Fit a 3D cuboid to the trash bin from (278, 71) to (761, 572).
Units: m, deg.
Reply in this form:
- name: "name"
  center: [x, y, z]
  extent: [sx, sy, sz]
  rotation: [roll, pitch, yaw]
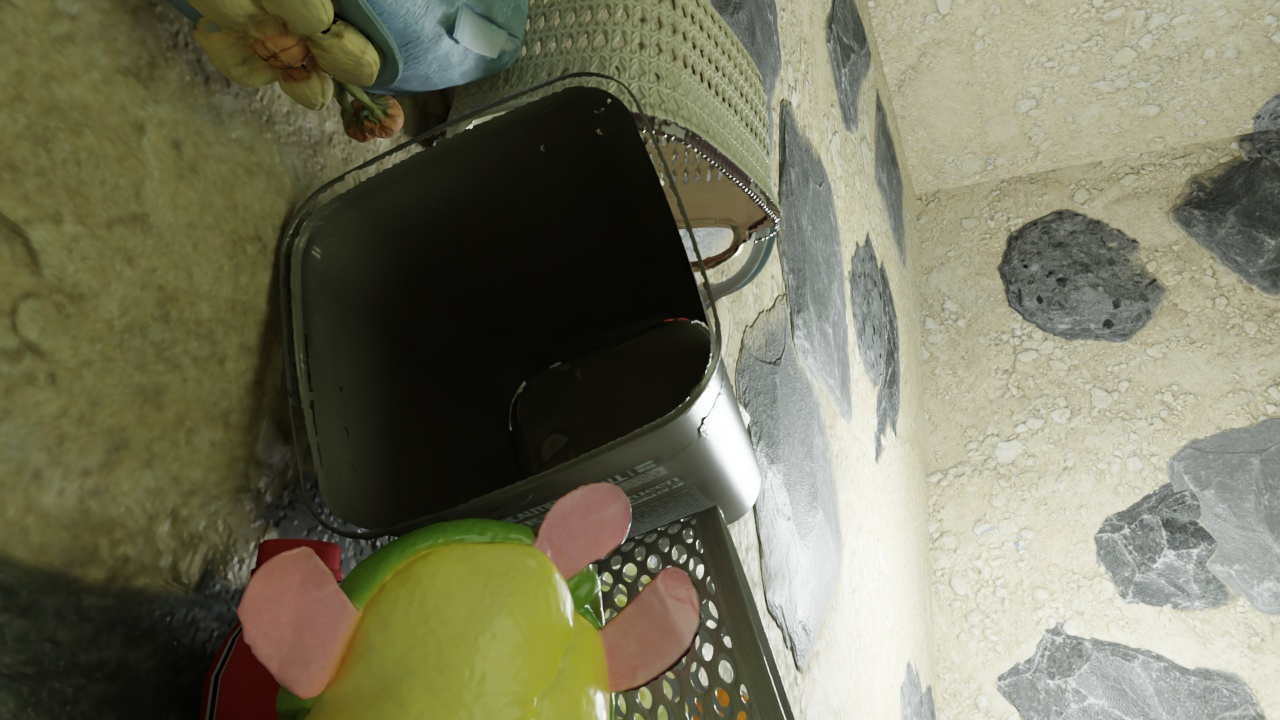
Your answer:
- name: "trash bin"
  center: [-0.041, 0.010, 0.498]
  extent: [0.220, 0.197, 0.197]
  rotation: [53, 18, -60]

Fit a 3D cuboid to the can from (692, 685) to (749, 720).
- name: "can"
  center: [0.062, 0.358, 0.783]
  extent: [0.142, 0.079, 0.079]
  rotation: [-68, 143, -48]

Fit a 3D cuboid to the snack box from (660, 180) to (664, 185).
- name: "snack box"
  center: [0.000, -0.104, 0.841]
  extent: [0.082, 0.026, 0.150]
  rotation: [21, 65, -62]

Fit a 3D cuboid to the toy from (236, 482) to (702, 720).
- name: "toy"
  center: [-0.078, 0.138, 0.335]
  extent: [0.237, 0.088, 0.190]
  rotation: [-36, 110, -26]

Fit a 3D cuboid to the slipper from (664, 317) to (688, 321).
- name: "slipper"
  center: [-0.004, 0.004, 0.682]
  extent: [0.059, 0.103, 0.249]
  rotation: [-102, -174, -50]

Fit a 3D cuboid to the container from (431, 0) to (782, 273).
- name: "container"
  center: [-0.010, -0.157, 0.614]
  extent: [0.251, 0.185, 0.143]
  rotation: [18, 75, -60]

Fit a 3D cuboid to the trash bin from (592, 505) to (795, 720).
- name: "trash bin"
  center: [-0.021, 0.177, 0.466]
  extent: [0.156, 0.183, 0.156]
  rotation: [-18, 88, -86]

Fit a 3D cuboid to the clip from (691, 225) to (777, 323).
- name: "clip"
  center: [0.021, -0.092, 0.782]
  extent: [0.164, 0.173, 0.030]
  rotation: [41, 20, 16]

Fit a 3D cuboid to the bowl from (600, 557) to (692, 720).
- name: "bowl"
  center: [-0.028, 0.232, 0.640]
  extent: [0.219, 0.060, 0.188]
  rotation: [60, 32, -44]

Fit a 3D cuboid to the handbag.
- name: "handbag"
  center: [-0.136, -0.169, 0.444]
  extent: [0.191, 0.122, 0.118]
  rotation: [-4, 92, -70]

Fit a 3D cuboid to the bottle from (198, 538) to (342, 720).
- name: "bottle"
  center: [-0.150, 0.163, 0.378]
  extent: [0.062, 0.062, 0.176]
  rotation: [33, 54, -60]

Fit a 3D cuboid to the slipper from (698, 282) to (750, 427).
- name: "slipper"
  center: [0.072, 0.035, 0.940]
  extent: [0.114, 0.054, 0.272]
  rotation: [47, 41, -46]
